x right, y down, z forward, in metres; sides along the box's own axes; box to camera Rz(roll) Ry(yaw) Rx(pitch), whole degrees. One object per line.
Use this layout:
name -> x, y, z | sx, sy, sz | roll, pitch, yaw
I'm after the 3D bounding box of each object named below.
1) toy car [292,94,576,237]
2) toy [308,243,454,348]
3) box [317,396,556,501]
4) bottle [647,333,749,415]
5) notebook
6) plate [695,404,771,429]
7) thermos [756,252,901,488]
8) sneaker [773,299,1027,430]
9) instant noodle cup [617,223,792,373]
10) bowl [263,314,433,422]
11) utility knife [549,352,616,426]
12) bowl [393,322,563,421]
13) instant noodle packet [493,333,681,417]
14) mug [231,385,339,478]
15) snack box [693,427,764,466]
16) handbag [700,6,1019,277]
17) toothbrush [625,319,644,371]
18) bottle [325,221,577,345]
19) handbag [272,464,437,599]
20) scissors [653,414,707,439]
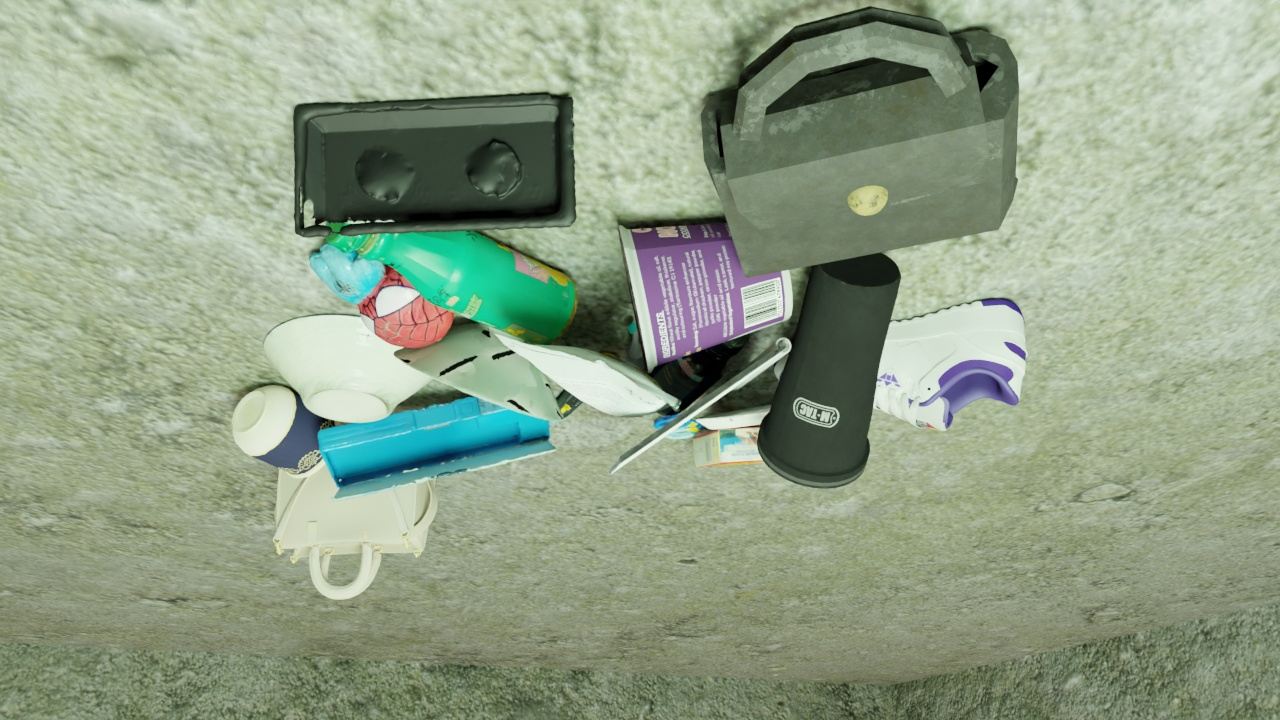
toy car -> -0.137, -0.127, 0.642 | 0.192, 0.094, 0.071 | -3, 174, 1
toy -> -0.219, -0.057, 0.787 | 0.133, 0.062, 0.092 | 31, 137, -30
box -> -0.215, 0.103, 1.001 | 0.243, 0.085, 0.092 | -12, 147, -12
bottle -> 0.054, 0.004, 0.920 | 0.056, 0.056, 0.161 | 10, 150, -21
notebook -> 0.046, 0.052, 0.883 | 0.177, 0.013, 0.246 | -34, 175, -9
plate -> 0.139, 0.058, 1.001 | 0.157, 0.014, 0.157 | -9, 179, 0
thermos -> 0.171, 0.009, 0.823 | 0.106, 0.105, 0.219 | 1, 127, -5
sneaker -> 0.257, 0.022, 0.903 | 0.245, 0.111, 0.092 | -12, 151, 19
instant noodle cup -> 0.054, -0.057, 0.750 | 0.122, 0.121, 0.137 | -12, 144, -1
bowl -> -0.294, 0.021, 0.934 | 0.176, 0.057, 0.177 | -1, 153, -1
utility knife -> -0.071, 0.038, 1.024 | 0.028, 0.020, 0.188 | 12, 151, -21
bowl -> -0.141, -0.005, 0.871 | 0.174, 0.068, 0.174 | 21, -177, -1
instant noodle packet -> -0.030, 0.014, 0.798 | 0.147, 0.057, 0.269 | 18, 175, 5
mug -> -0.403, 0.069, 1.012 | 0.112, 0.085, 0.089 | 24, 168, 37
snack box -> 0.146, 0.099, 1.071 | 0.145, 0.040, 0.143 | -3, 172, -8
handbag -> 0.141, -0.141, 0.590 | 0.197, 0.102, 0.199 | -10, 152, 16
toothbrush -> -0.006, 0.006, 0.959 | 0.018, 0.019, 0.188 | 39, 159, 18
bottle -> -0.149, -0.074, 0.744 | 0.209, 0.068, 0.068 | 23, 144, -39
handbag -> -0.342, 0.186, 1.100 | 0.195, 0.197, 0.101 | -4, 153, 6
scissors -> 0.079, 0.074, 1.106 | 0.131, 0.022, 0.070 | -6, 153, 18
